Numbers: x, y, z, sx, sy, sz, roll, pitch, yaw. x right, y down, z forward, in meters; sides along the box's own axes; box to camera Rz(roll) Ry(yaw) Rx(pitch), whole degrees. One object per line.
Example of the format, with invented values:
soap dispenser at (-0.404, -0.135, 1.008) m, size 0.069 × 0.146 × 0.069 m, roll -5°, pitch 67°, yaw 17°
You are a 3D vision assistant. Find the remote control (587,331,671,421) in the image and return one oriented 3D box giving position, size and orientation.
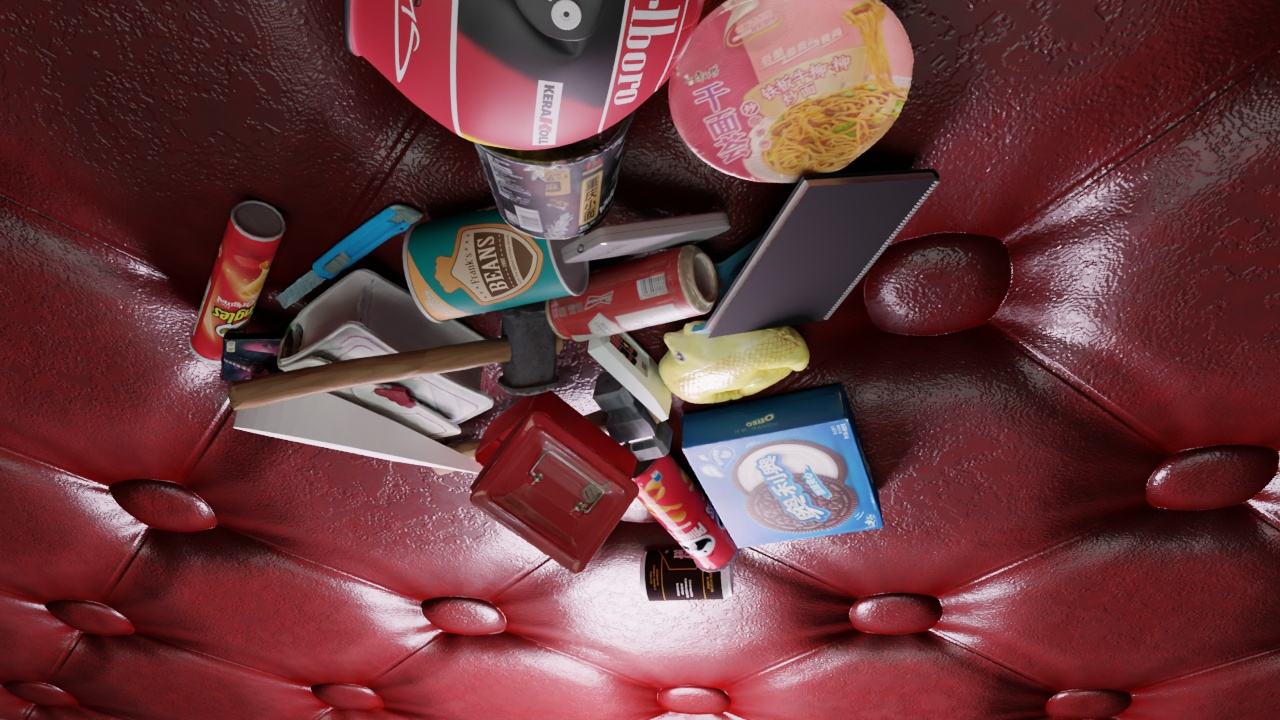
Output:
remote control at (-0.006, 0.006, 1.001) m, size 0.024 × 0.049 × 0.143 m, roll -22°, pitch 132°, yaw 29°

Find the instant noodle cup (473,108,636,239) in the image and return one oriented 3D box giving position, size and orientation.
instant noodle cup at (-0.074, -0.173, 0.756) m, size 0.137 × 0.137 × 0.112 m, roll 5°, pitch 148°, yaw 0°

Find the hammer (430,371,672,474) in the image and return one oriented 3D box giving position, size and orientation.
hammer at (-0.124, 0.094, 1.117) m, size 0.324 × 0.051 × 0.117 m, roll -15°, pitch 130°, yaw 25°

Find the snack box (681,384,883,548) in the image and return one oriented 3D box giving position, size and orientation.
snack box at (0.178, 0.137, 1.125) m, size 0.196 × 0.056 × 0.239 m, roll -12°, pitch 136°, yaw 18°

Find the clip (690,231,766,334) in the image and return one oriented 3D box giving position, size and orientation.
clip at (0.091, -0.060, 0.887) m, size 0.130 × 0.121 × 0.031 m, roll -8°, pitch 170°, yaw 31°

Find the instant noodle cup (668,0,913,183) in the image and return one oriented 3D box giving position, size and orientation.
instant noodle cup at (0.109, -0.228, 0.697) m, size 0.178 × 0.077 × 0.179 m, roll -1°, pitch 143°, yaw -1°

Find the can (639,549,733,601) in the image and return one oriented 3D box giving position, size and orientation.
can at (0.067, 0.308, 1.317) m, size 0.129 × 0.071 × 0.072 m, roll -4°, pitch 138°, yaw 10°

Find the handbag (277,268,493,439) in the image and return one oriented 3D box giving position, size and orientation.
handbag at (-0.267, 0.007, 0.983) m, size 0.142 × 0.096 × 0.198 m, roll -29°, pitch 137°, yaw 30°

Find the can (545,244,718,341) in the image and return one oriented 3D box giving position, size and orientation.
can at (-0.010, -0.063, 0.896) m, size 0.170 × 0.067 × 0.067 m, roll -11°, pitch 137°, yaw 31°

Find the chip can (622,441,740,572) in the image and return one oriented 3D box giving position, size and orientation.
chip can at (0.049, 0.185, 1.183) m, size 0.073 × 0.073 × 0.233 m, roll -18°, pitch 133°, yaw 24°

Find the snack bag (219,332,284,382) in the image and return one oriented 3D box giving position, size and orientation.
snack bag at (-0.382, -0.005, 1.018) m, size 0.155 × 0.018 × 0.075 m, roll -1°, pitch 142°, yaw -26°

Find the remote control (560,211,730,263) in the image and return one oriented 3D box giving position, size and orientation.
remote control at (0.009, -0.113, 0.822) m, size 0.150 × 0.019 × 0.074 m, roll -13°, pitch 179°, yaw -33°

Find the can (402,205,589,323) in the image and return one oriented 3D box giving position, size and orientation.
can at (-0.134, -0.097, 0.862) m, size 0.144 × 0.099 × 0.099 m, roll -10°, pitch 136°, yaw 16°

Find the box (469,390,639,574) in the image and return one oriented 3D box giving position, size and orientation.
box at (-0.099, 0.123, 1.045) m, size 0.157 × 0.156 × 0.147 m, roll 40°, pitch 88°, yaw -16°

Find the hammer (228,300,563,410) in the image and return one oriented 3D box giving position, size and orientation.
hammer at (-0.224, 0.004, 0.891) m, size 0.327 × 0.052 × 0.098 m, roll -10°, pitch 112°, yaw -31°

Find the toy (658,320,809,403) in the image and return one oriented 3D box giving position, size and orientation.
toy at (0.090, 0.001, 0.980) m, size 0.154 × 0.064 × 0.171 m, roll 25°, pitch 143°, yaw -37°

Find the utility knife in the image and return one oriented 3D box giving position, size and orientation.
utility knife at (-0.305, -0.103, 0.938) m, size 0.226 × 0.015 × 0.031 m, roll -26°, pitch 125°, yaw 32°

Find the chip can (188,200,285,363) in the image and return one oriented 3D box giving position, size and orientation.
chip can at (-0.420, -0.077, 0.951) m, size 0.051 × 0.051 × 0.215 m, roll 24°, pitch 135°, yaw -20°

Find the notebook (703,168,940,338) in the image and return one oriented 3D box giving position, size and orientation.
notebook at (0.161, -0.094, 0.837) m, size 0.148 × 0.016 × 0.207 m, roll -9°, pitch 150°, yaw -29°

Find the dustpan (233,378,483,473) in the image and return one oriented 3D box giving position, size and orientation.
dustpan at (-0.326, 0.076, 1.049) m, size 0.192 × 0.053 × 0.257 m, roll 1°, pitch 167°, yaw 41°

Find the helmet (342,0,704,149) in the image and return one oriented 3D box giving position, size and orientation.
helmet at (-0.065, -0.269, 0.591) m, size 0.224 × 0.197 × 0.272 m, roll 11°, pitch 130°, yaw -6°
